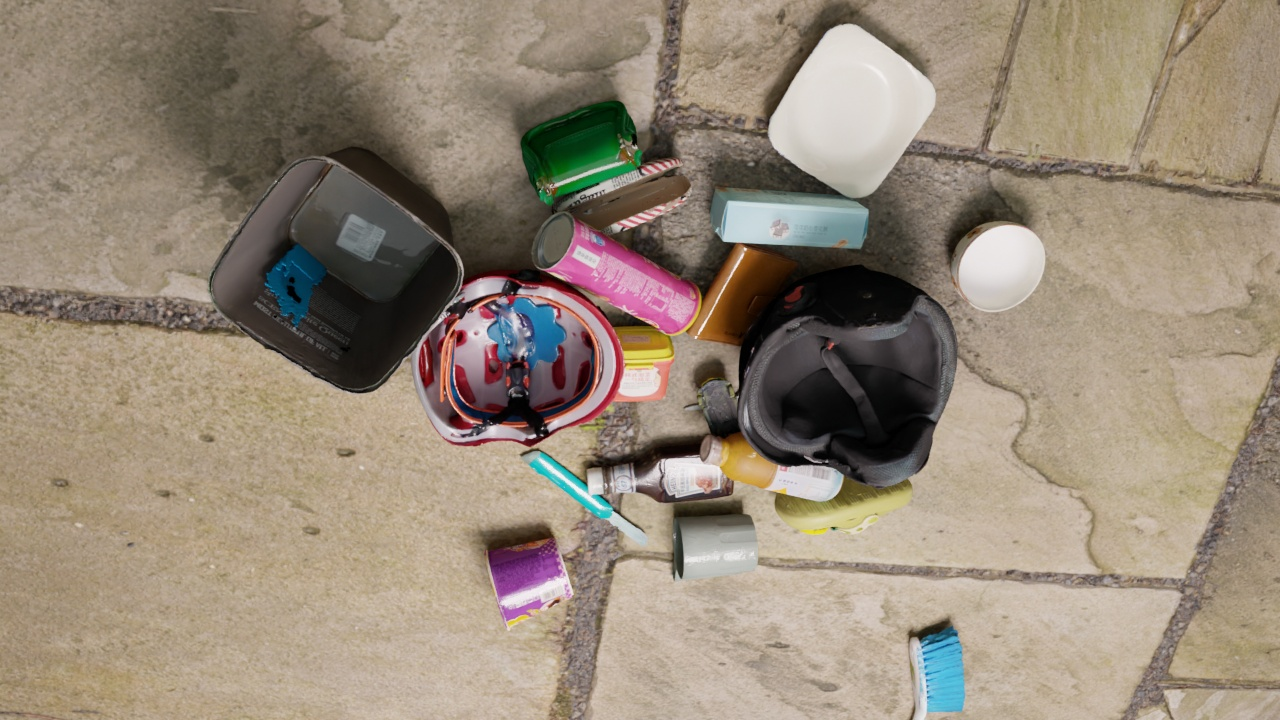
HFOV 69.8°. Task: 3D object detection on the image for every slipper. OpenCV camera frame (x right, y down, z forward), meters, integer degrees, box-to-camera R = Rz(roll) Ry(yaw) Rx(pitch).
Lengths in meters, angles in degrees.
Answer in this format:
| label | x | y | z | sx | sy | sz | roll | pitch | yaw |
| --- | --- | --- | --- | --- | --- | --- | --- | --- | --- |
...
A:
| label | x | y | z | sx | sy | sz | roll | pitch | yaw |
| --- | --- | --- | --- | --- | --- | --- | --- | --- | --- |
| slipper | 0.280 | 0.204 | 1.255 | 0.190 | 0.091 | 0.082 | -11 | 116 | -6 |

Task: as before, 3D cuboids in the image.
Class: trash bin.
| label | x | y | z | sx | sy | sz | roll | pitch | yaw |
| --- | --- | --- | --- | --- | --- | --- | --- | --- | --- |
| trash bin | -0.306 | -0.114 | 0.975 | 0.199 | 0.219 | 0.199 | 37 | 103 | -20 |

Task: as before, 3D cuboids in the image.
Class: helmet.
| label | x | y | z | sx | sy | sz | roll | pitch | yaw |
| --- | --- | --- | --- | --- | --- | --- | --- | --- | --- |
| helmet | -0.140 | -0.016 | 1.074 | 0.240 | 0.143 | 0.207 | -4 | 115 | -1 |
| helmet | 0.232 | 0.007 | 1.087 | 0.274 | 0.230 | 0.234 | -16 | 118 | -2 |

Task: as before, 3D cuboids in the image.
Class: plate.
| label | x | y | z | sx | sy | sz | roll | pitch | yaw |
| --- | --- | --- | --- | --- | --- | --- | --- | --- | --- |
| plate | 0.242 | -0.289 | 1.071 | 0.163 | 0.034 | 0.164 | 29 | 106 | -17 |

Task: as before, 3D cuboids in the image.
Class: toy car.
| label | x | y | z | sx | sy | sz | roll | pitch | yaw |
| --- | --- | --- | --- | --- | --- | --- | --- | --- | --- |
| toy car | 0.107 | 0.066 | 1.192 | 0.048 | 0.032 | 0.105 | -19 | 117 | 7 |

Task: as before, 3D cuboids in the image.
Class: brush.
| label | x | y | z | sx | sy | sz | roll | pitch | yaw |
| --- | --- | --- | --- | --- | --- | --- | --- | --- | --- |
| brush | 0.453 | 0.550 | 1.443 | 0.109 | 0.060 | 0.315 | -11 | 116 | 3 |

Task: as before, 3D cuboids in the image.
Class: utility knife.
| label | x | y | z | sx | sy | sz | roll | pitch | yaw |
| --- | --- | --- | --- | --- | --- | --- | --- | --- | --- |
| utility knife | -0.071 | 0.188 | 1.242 | 0.221 | 0.013 | 0.029 | 41 | 101 | -18 |

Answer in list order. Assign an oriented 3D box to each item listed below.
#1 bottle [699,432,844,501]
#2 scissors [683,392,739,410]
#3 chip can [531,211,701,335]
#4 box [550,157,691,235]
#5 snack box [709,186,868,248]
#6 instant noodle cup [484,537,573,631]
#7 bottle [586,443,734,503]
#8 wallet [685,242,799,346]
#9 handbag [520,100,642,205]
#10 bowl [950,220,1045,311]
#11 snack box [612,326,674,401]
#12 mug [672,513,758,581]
| label | x | y | z | sx | sy | sz | roll | pitch | yaw |
| --- | --- | --- | --- | --- | --- | --- | --- | --- | --- |
| bottle | 0.168 | 0.133 | 1.183 | 0.189 | 0.068 | 0.068 | 14 | 110 | -17 |
| scissors | 0.145 | 0.045 | 1.211 | 0.162 | 0.012 | 0.176 | 10 | 113 | -10 |
| chip can | -0.024 | -0.097 | 1.056 | 0.210 | 0.071 | 0.071 | 25 | 109 | -41 |
| box | -0.027 | -0.199 | 1.059 | 0.163 | 0.075 | 0.081 | -21 | 125 | 5 |
| snack box | 0.175 | -0.169 | 1.090 | 0.175 | 0.074 | 0.052 | 2 | 113 | -8 |
| instant noodle cup | -0.148 | 0.292 | 1.232 | 0.099 | 0.111 | 0.112 | -18 | 114 | -10 |
| bottle | 0.026 | 0.154 | 1.225 | 0.195 | 0.044 | 0.080 | -4 | 118 | -4 |
| wallet | 0.129 | -0.079 | 1.131 | 0.119 | 0.035 | 0.131 | 10 | 118 | -38 |
| handbag | -0.064 | -0.229 | 1.012 | 0.131 | 0.120 | 0.068 | -21 | 119 | 0 |
| bowl | 0.438 | -0.124 | 1.149 | 0.113 | 0.062 | 0.114 | -3 | 114 | -6 |
| snack box | -0.007 | 0.007 | 1.141 | 0.091 | 0.082 | 0.080 | -1 | 123 | -7 |
| mug | 0.100 | 0.265 | 1.269 | 0.103 | 0.083 | 0.124 | -4 | 140 | -7 |
